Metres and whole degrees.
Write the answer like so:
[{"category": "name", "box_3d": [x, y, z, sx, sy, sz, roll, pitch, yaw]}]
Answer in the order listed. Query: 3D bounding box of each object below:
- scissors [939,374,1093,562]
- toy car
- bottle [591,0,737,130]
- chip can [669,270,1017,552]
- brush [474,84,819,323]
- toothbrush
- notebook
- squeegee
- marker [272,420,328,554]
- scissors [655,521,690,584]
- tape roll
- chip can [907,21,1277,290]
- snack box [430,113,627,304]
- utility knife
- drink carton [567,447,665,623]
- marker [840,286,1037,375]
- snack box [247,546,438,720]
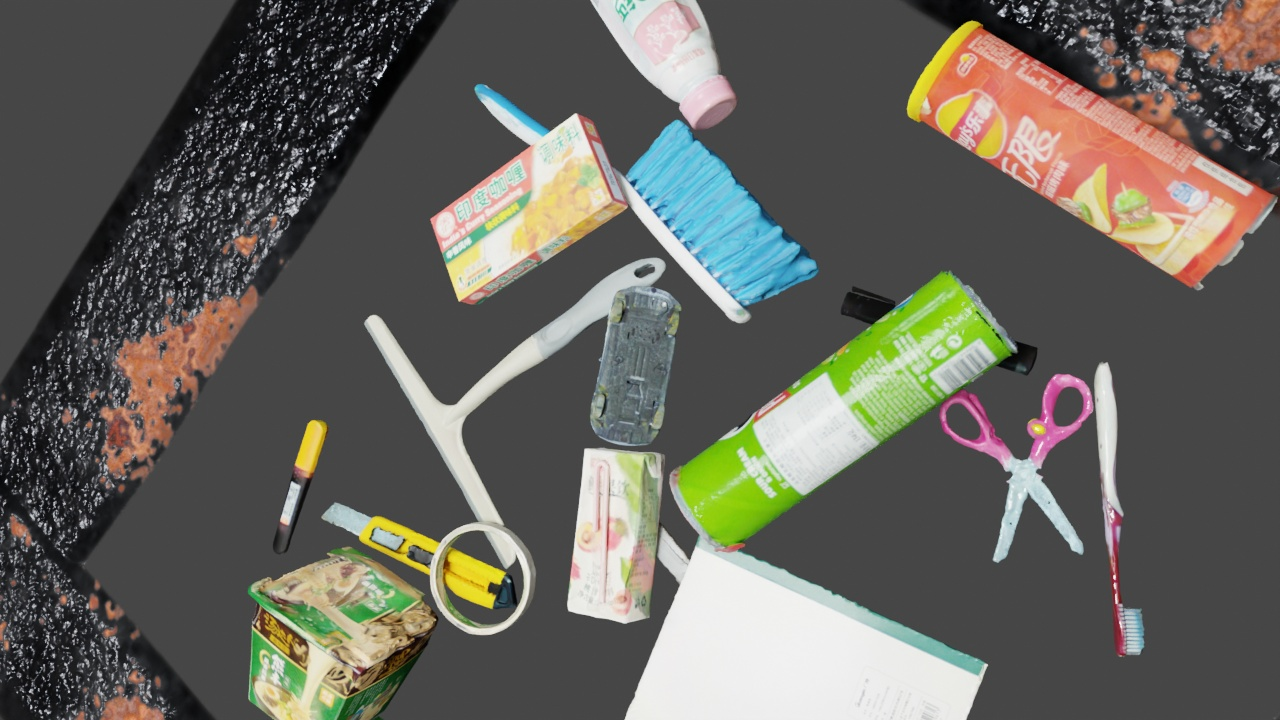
[{"category": "scissors", "box_3d": [0.248, 0.069, 0.611, 0.124, 0.017, 0.133, 17, 95, 18]}, {"category": "toy car", "box_3d": [-0.004, 0.004, 0.687, 0.054, 0.037, 0.120, 10, 92, -6]}, {"category": "bottle", "box_3d": [0.007, -0.265, 0.697, 0.068, 0.068, 0.197, -32, 80, 14]}, {"category": "chip can", "box_3d": [0.130, 0.037, 0.611, 0.236, 0.072, 0.072, -39, 74, 18]}, {"category": "brush", "box_3d": [-0.007, -0.146, 0.700, 0.110, 0.060, 0.314, -44, 71, 14]}, {"category": "toothbrush", "box_3d": [0.306, 0.094, 0.588, 0.017, 0.016, 0.187, -3, 85, 11]}, {"category": "notebook", "box_3d": [0.107, 0.229, 0.628, 0.209, 0.012, 0.150, 21, 89, 22]}, {"category": "squeegee", "box_3d": [-0.082, -0.004, 0.719, 0.247, 0.039, 0.246, -36, 75, 13]}, {"category": "marker", "box_3d": [-0.296, 0.110, 0.797, 0.018, 0.015, 0.124, 21, 95, 21]}, {"category": "scissors", "box_3d": [0.032, 0.169, 0.678, 0.174, 0.014, 0.140, 11, 88, 20]}, {"category": "tape roll", "box_3d": [-0.123, 0.169, 0.715, 0.086, 0.014, 0.086, 0, 89, 18]}, {"category": "chip can", "box_3d": [0.281, -0.134, 0.586, 0.216, 0.073, 0.073, 38, 98, 18]}, {"category": "snack box", "box_3d": [-0.088, -0.112, 0.702, 0.156, 0.027, 0.077, -29, 73, 26]}, {"category": "utility knife", "box_3d": [-0.185, 0.158, 0.753, 0.197, 0.015, 0.033, 19, 92, 19]}, {"category": "drink carton", "box_3d": [-0.018, 0.126, 0.676, 0.054, 0.045, 0.122, 5, 87, 28]}, {"category": "marker", "box_3d": [0.204, -0.021, 0.631, 0.132, 0.020, 0.022, 21, 83, 20]}, {"category": "snack box", "box_3d": [-0.243, 0.231, 0.723, 0.117, 0.118, 0.106, 28, 105, 19]}]
